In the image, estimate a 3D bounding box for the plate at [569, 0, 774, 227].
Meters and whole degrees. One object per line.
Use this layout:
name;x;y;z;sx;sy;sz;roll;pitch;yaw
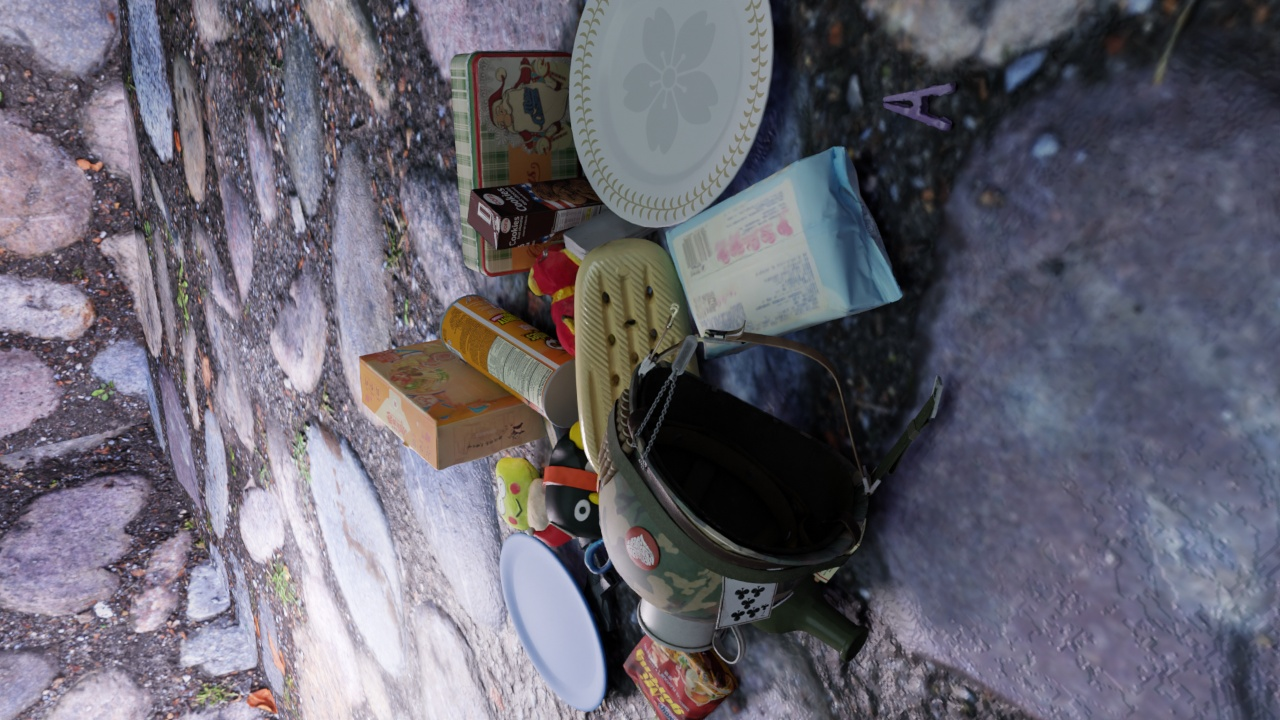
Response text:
plate;0.020;-0.230;0.742;0.243;0.016;0.242;7;100;49

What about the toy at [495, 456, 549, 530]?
toy;-0.128;0.163;1.072;0.115;0.046;0.092;23;119;38

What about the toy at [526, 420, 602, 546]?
toy;-0.051;0.128;0.900;0.100;0.097;0.119;-21;52;64

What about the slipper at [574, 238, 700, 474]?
slipper;-0.005;0.005;0.800;0.079;0.111;0.262;-101;3;-56

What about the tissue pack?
tissue pack;0.101;-0.073;0.669;0.182;0.069;0.112;-20;87;51

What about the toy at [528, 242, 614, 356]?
toy;-0.061;-0.044;0.866;0.105;0.067;0.137;-63;-48;-80

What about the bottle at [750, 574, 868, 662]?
bottle;0.093;0.174;0.760;0.207;0.071;0.072;31;126;35

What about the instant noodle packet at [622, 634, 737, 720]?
instant noodle packet;0.038;0.311;0.915;0.098;0.039;0.136;49;136;20

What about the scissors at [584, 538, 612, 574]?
scissors;-0.023;0.173;0.943;0.134;0.012;0.134;30;106;43

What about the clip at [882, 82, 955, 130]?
clip;0.180;-0.159;0.583;0.050;0.014;0.046;-20;89;50

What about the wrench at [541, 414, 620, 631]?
wrench;-0.066;0.165;1.011;0.073;0.022;0.273;-16;90;59

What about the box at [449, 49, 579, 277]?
box;-0.114;-0.187;0.871;0.050;0.117;0.206;27;121;51

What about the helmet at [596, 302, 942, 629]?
helmet;0.069;0.074;0.646;0.192;0.224;0.236;28;98;-4

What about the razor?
razor;-0.019;-0.081;0.832;0.047;0.088;0.116;40;150;38

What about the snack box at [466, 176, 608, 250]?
snack box;-0.079;-0.134;0.819;0.051;0.140;0.032;43;133;35

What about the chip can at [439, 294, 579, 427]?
chip can;-0.133;-0.004;0.991;0.215;0.075;0.075;29;124;44

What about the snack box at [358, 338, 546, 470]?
snack box;-0.219;0.048;1.064;0.195;0.144;0.081;29;124;44

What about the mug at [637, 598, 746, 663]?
mug;0.054;0.217;0.825;0.113;0.084;0.071;31;123;35

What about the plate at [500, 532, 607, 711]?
plate;-0.100;0.308;1.097;0.224;0.024;0.225;29;129;44
